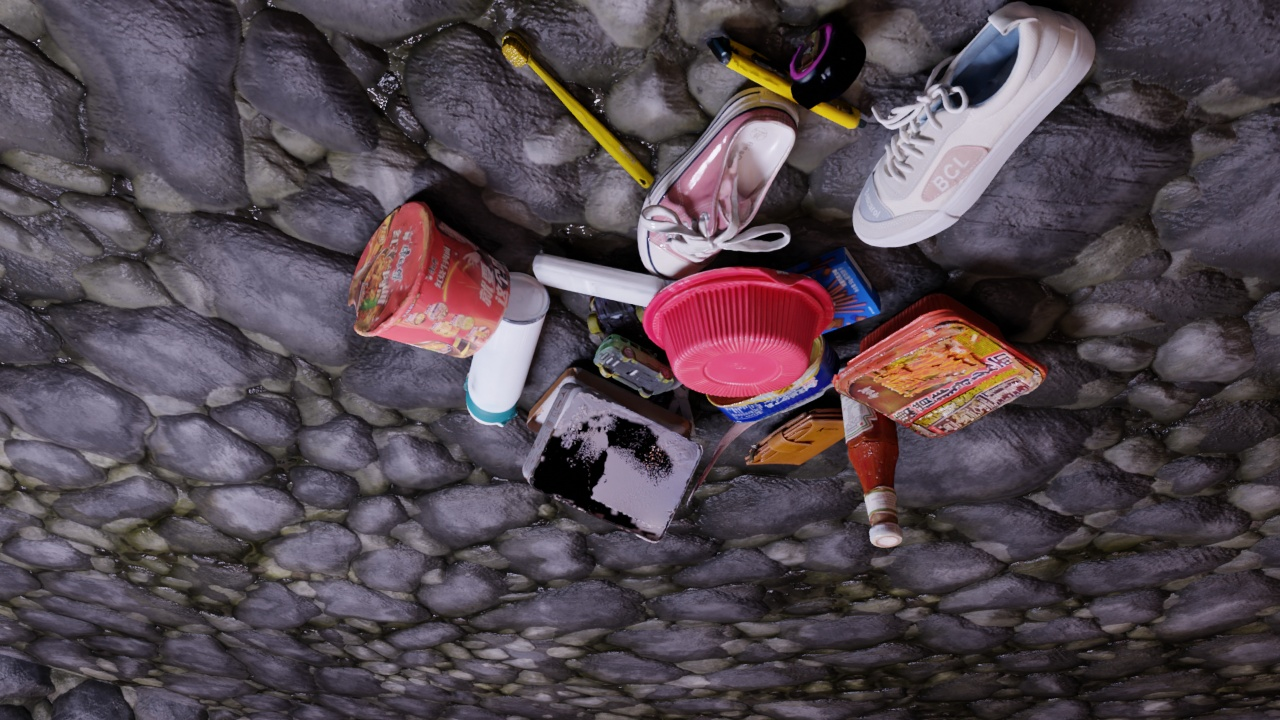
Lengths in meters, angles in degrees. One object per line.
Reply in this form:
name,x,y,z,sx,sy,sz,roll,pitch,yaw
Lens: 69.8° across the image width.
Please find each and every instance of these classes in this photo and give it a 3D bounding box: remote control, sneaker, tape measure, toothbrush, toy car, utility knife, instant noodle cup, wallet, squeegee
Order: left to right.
instant noodle cup,-0.200,-0.072,0.896,0.138,0.137,0.108,-28,142,35
toothbrush,-0.050,-0.208,0.787,0.016,0.016,0.190,-22,137,31
remote control,-0.041,-0.081,0.929,0.136,0.020,0.056,12,166,6
toy car,-0.006,0.006,0.985,0.091,0.036,0.043,32,132,-23
toy car,-0.002,-0.021,1.013,0.070,0.042,0.158,-12,133,21
toothbrush,0.012,0.045,1.129,0.189,0.014,0.017,10,136,-9
sneaker,0.063,-0.132,0.819,0.118,0.087,0.242,17,146,-18
instant noodle cup,0.099,-0.018,0.916,0.194,0.065,0.194,0,152,0
squeegee,0.163,0.060,1.079,0.250,0.247,0.040,-35,88,14
utility knife,0.125,-0.224,0.744,0.164,0.033,0.015,18,137,-25
wallet,0.201,0.095,1.148,0.118,0.035,0.131,-1,152,-37
tape measure,0.143,-0.231,0.709,0.039,0.057,0.057,29,156,-24
instant noodle cup,0.316,0.001,0.990,0.188,0.079,0.165,24,137,-29
sneaker,0.240,-0.181,0.738,0.090,0.089,0.243,6,143,-30

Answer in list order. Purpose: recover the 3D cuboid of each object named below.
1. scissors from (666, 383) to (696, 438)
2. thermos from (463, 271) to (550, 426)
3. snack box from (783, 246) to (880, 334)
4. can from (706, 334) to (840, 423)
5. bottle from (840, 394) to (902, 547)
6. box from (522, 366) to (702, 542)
scissors,0.049,0.037,1.101,0.159,0.014,0.176,36,127,-29
thermos,-0.157,-0.005,1.032,0.073,0.073,0.225,11,143,-11
snack box,0.162,-0.057,0.964,0.157,0.026,0.084,-21,132,29
can,0.148,0.017,1.027,0.148,0.074,0.049,-27,136,22
bottle,0.265,0.111,1.038,0.060,0.205,0.060,1,143,1
box,-0.045,0.104,1.113,0.182,0.153,0.181,27,174,-14
